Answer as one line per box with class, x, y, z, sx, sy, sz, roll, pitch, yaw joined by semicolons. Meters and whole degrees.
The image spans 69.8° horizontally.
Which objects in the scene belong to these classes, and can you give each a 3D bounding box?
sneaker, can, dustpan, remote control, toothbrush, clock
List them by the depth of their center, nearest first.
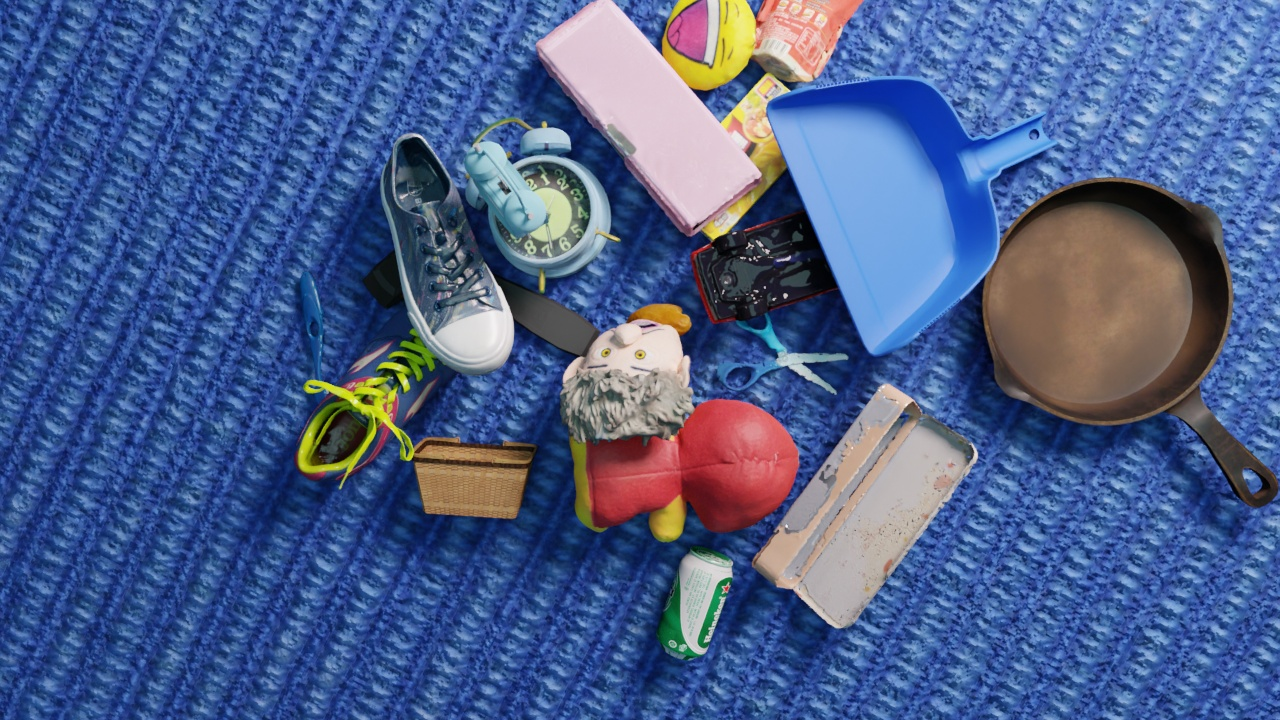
clock;-0.110;-0.145;0.775;0.042;0.123;0.087;-38;87;-6
sneaker;-0.183;-0.099;0.828;0.087;0.079;0.235;-20;75;-14
dustpan;0.274;-0.167;0.841;0.257;0.060;0.245;-26;95;-22
sneaker;-0.228;0.023;0.861;0.116;0.091;0.242;42;93;2
clock;-0.098;-0.152;0.865;0.118;0.060;0.162;-36;88;4
can;0.052;0.235;0.885;0.053;0.053;0.101;19;94;0
remote control;-0.100;-0.045;0.895;0.125;0.010;0.039;30;93;0
toothbrush;-0.319;-0.021;0.900;0.021;0.016;0.132;-7;90;1

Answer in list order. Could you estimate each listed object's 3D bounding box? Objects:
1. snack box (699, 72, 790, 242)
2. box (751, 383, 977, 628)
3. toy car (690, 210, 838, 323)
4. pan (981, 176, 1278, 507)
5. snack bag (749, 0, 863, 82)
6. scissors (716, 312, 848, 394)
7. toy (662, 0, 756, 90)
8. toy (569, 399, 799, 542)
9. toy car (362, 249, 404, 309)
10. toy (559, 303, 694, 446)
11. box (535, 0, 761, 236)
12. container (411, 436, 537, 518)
snack box;0.096;-0.191;0.874;0.075;0.025;0.152;43;93;0
box;0.200;0.131;0.857;0.107;0.095;0.216;34;94;-35
toy car;0.144;-0.096;0.860;0.189;0.056;0.081;-19;91;-5
pan;0.472;-0.005;0.866;0.249;0.043;0.356;-40;91;3
snack bag;0.163;-0.340;0.861;0.087;0.044;0.155;28;89;6
scissors;0.135;0.008;0.893;0.133;0.015;0.103;32;90;-5
toy;0.063;-0.300;0.855;0.094;0.041;0.095;7;93;25
toy;0.041;0.101;0.860;0.216;0.098;0.147;-5;100;6
toy car;-0.223;-0.091;0.882;0.092;0.036;0.042;-40;91;3
toy;-0.005;0.005;0.830;0.133;0.175;0.076;6;138;19
box;0.007;-0.228;0.856;0.098;0.046;0.233;-40;82;-7
container;-0.159;0.113;0.882;0.114;0.063;0.061;4;100;1
